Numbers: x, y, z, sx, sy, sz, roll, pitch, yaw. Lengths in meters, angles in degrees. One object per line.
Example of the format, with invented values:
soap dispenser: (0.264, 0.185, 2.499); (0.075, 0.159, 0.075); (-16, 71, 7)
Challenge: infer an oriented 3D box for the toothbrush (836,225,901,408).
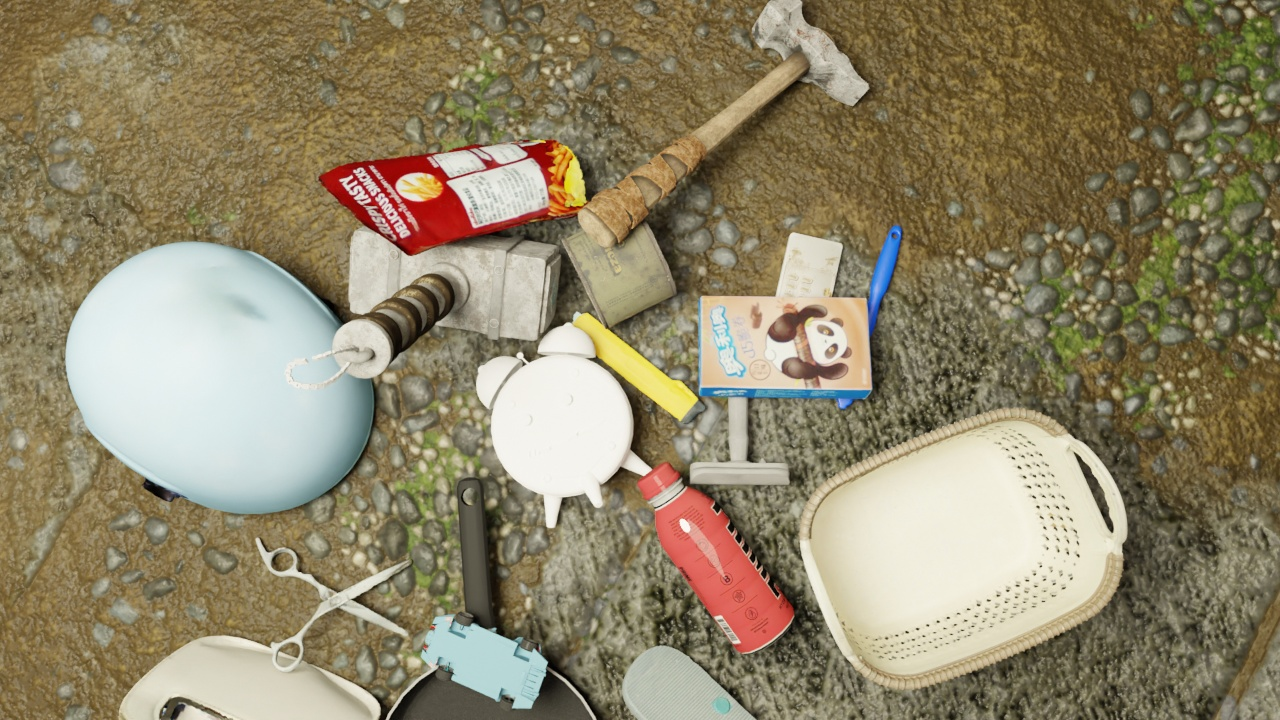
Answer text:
toothbrush: (0.213, -0.041, 0.856); (0.016, 0.018, 0.182); (18, 82, 3)

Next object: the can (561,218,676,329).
can: (-0.018, -0.084, 0.826); (0.074, 0.090, 0.090); (-26, 84, -1)

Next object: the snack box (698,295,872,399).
snack box: (0.128, -0.012, 0.823); (0.151, 0.034, 0.087); (1, 72, 2)

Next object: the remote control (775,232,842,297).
remote control: (0.150, -0.049, 0.858); (0.050, 0.011, 0.135); (13, 85, 3)

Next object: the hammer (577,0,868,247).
hammer: (0.070, -0.204, 0.814); (0.318, 0.049, 0.121); (-42, 89, -21)

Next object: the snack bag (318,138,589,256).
snack bag: (-0.154, -0.151, 0.798); (0.207, 0.067, 0.139); (-17, 50, -36)

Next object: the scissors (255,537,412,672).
scissors: (-0.287, 0.210, 0.830); (0.175, 0.014, 0.141); (34, 63, 16)

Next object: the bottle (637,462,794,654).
bottle: (0.061, 0.169, 0.805); (0.062, 0.062, 0.176); (-36, 91, -2)

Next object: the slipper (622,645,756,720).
slipper: (0.090, 0.362, 0.796); (0.098, 0.055, 0.269); (-32, 69, -31)

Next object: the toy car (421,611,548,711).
toy car: (-0.130, 0.254, 0.783); (0.108, 0.027, 0.060); (19, 86, 12)

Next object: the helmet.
helmet: (-0.363, 0.015, 0.792); (0.265, 0.167, 0.225); (37, 77, -5)

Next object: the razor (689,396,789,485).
razor: (0.090, 0.055, 0.838); (0.088, 0.047, 0.116); (0, 77, 1)

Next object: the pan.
pan: (-0.136, 0.283, 0.817); (0.204, 0.044, 0.355); (-5, 84, 1)

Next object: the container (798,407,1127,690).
container: (0.254, 0.152, 0.771); (0.246, 0.143, 0.184); (-21, 84, -1)

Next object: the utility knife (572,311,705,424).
utility knife: (-0.005, 0.005, 0.855); (0.151, 0.017, 0.030); (39, 82, 4)

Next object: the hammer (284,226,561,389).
hammer: (-0.173, -0.041, 0.713); (0.177, 0.325, 0.079); (9, 107, 2)

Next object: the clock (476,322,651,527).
clock: (-0.071, 0.056, 0.822); (0.125, 0.073, 0.161); (-27, 85, -1)

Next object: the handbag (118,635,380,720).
handbag: (-0.323, 0.315, 0.743); (0.201, 0.199, 0.093); (21, 89, 6)
